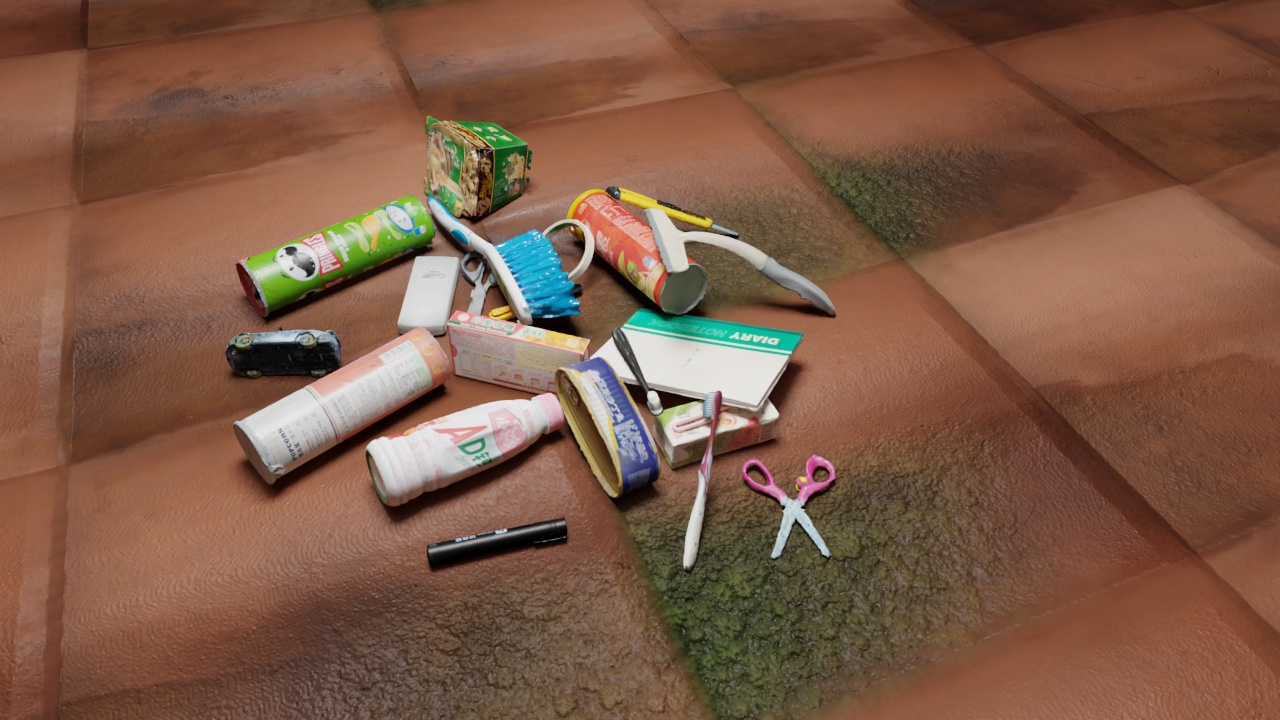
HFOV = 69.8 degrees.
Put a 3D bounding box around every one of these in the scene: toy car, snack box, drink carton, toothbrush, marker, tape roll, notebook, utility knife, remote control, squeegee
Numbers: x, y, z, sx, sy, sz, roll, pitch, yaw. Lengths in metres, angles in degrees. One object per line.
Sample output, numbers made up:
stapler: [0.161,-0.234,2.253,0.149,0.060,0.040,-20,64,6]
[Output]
toy car: [-0.395,-0.010,1.017,0.120,0.054,0.036,-4,47,-4]
snack box: [-0.132,-0.003,1.001,0.156,0.077,0.026,13,44,11]
drink carton: [0.079,0.067,0.959,0.122,0.046,0.053,-14,47,-15]
toothbrush: [0.058,0.113,0.895,0.017,0.016,0.187,-3,60,28]
snack box: [-0.223,-0.270,1.264,0.117,0.118,0.105,36,41,30]
marker: [-0.127,-0.071,1.118,0.123,0.015,0.018,-21,49,-22]
toothbrush: [-0.006,0.006,0.985,0.015,0.018,0.181,-19,32,-6]
tape roll: [-0.097,-0.135,1.150,0.086,0.014,0.085,-12,67,28]
notebook: [0.059,-0.007,1.022,0.209,0.012,0.150,11,36,25]
utility knife: [0.047,-0.195,1.204,0.197,0.015,0.033,15,25,-20]
marker: [-0.134,0.171,0.863,0.132,0.020,0.022,-10,74,-13]
remote control: [-0.257,-0.080,1.119,0.056,0.019,0.134,0,44,-2]
squeegee: [0.133,-0.114,1.088,0.246,0.039,0.246,22,20,-14]

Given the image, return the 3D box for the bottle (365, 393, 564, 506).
bottle: [-0.171,0.083,0.923,0.196,0.068,0.068,-19,48,-27]

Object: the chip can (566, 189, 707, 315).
chip can: [-0.007,-0.138,1.137,0.073,0.073,0.216,-24,44,-25]

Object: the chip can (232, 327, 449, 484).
chip can: [-0.304,0.042,0.953,0.214,0.071,0.071,-33,54,-31]

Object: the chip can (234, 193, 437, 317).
chip can: [-0.371,-0.134,1.135,0.235,0.072,0.072,-30,52,-30]

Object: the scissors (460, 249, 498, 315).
scissors: [-0.207,-0.080,1.130,0.141,0.014,0.173,32,54,26]

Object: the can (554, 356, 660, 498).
can: [-0.034,0.065,0.926,0.049,0.075,0.148,-19,64,-24]

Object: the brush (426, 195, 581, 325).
brush: [-0.178,-0.141,1.142,0.109,0.061,0.314,-22,45,-12]

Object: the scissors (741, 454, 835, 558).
scissors: [0.144,0.139,0.909,0.124,0.017,0.133,19,50,15]
